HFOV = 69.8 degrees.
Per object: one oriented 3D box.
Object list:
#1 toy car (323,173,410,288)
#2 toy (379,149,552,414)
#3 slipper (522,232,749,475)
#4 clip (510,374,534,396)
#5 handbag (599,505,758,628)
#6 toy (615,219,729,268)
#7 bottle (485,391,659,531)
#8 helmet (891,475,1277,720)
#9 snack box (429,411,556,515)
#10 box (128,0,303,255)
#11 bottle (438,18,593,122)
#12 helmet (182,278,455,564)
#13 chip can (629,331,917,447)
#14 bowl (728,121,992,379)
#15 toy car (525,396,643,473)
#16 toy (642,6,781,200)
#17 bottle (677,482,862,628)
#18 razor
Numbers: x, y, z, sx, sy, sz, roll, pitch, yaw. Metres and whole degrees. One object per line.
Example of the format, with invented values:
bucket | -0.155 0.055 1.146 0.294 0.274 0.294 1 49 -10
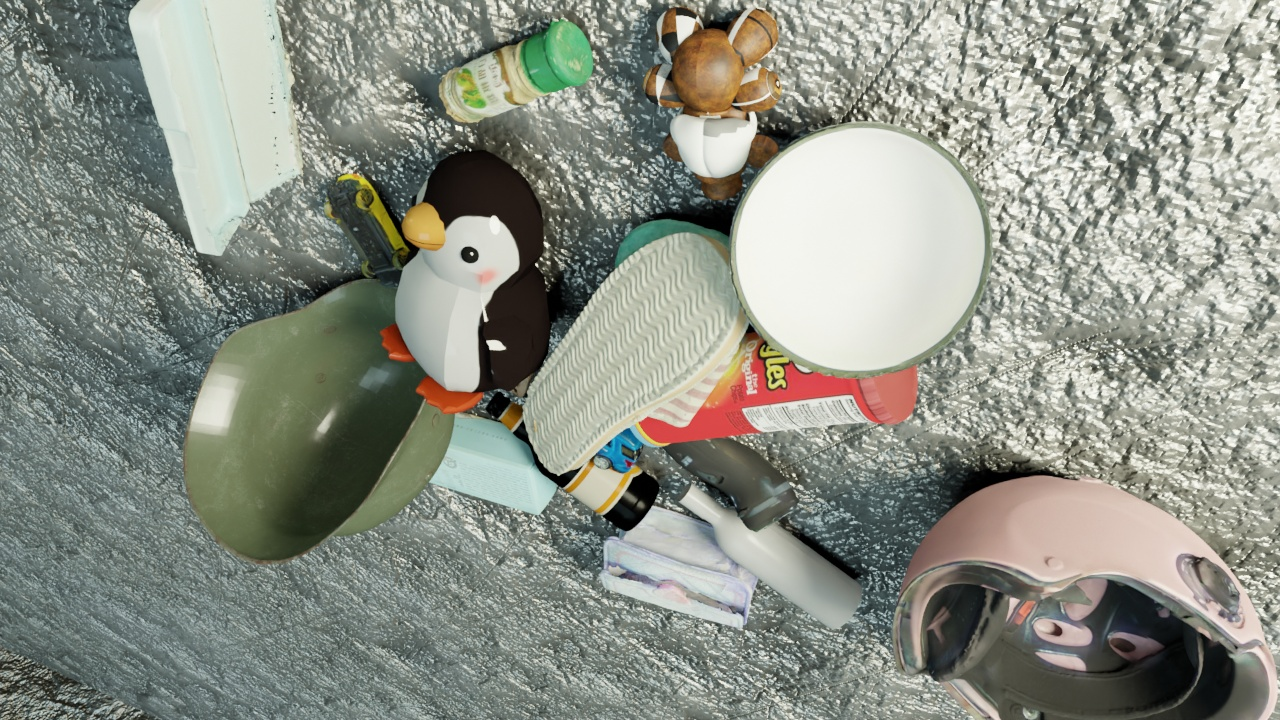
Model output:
toy car | -0.231 -0.110 0.791 0.049 0.030 0.107 -6 121 32
toy | -0.120 -0.076 0.717 0.159 0.139 0.184 44 138 34
slipper | -0.004 0.004 0.692 0.264 0.052 0.115 -42 67 41
clip | -0.118 0.013 0.861 0.061 0.025 0.050 39 148 -23
handbag | 0.041 0.223 0.951 0.159 0.069 0.127 16 139 10
toy | 0.024 -0.071 0.693 0.085 0.033 0.105 31 139 -19
bottle | -0.069 0.091 0.882 0.181 0.059 0.059 37 138 -9
helmet | 0.327 0.185 0.690 0.255 0.152 0.231 22 136 6
snack box | -0.175 0.099 0.954 0.175 0.053 0.075 14 136 18
box | -0.306 -0.188 0.673 0.044 0.135 0.198 18 138 5
bottle | -0.086 -0.193 0.621 0.111 0.043 0.043 -8 127 35
helmet | -0.268 0.058 0.858 0.227 0.268 0.153 36 -177 25
chip can | 0.093 0.016 0.700 0.214 0.086 0.087 -11 126 37
bowl | 0.136 -0.072 0.576 0.153 0.072 0.153 4 107 13
toy car | -0.048 0.054 0.842 0.120 0.056 0.044 33 125 -11
toy | 0.047 -0.157 0.574 0.087 0.067 0.113 9 144 21
bottle | 0.119 0.180 0.874 0.195 0.052 0.053 36 138 -8
razor | 0.073 0.101 0.810 0.140 0.063 0.053 33 138 -7
